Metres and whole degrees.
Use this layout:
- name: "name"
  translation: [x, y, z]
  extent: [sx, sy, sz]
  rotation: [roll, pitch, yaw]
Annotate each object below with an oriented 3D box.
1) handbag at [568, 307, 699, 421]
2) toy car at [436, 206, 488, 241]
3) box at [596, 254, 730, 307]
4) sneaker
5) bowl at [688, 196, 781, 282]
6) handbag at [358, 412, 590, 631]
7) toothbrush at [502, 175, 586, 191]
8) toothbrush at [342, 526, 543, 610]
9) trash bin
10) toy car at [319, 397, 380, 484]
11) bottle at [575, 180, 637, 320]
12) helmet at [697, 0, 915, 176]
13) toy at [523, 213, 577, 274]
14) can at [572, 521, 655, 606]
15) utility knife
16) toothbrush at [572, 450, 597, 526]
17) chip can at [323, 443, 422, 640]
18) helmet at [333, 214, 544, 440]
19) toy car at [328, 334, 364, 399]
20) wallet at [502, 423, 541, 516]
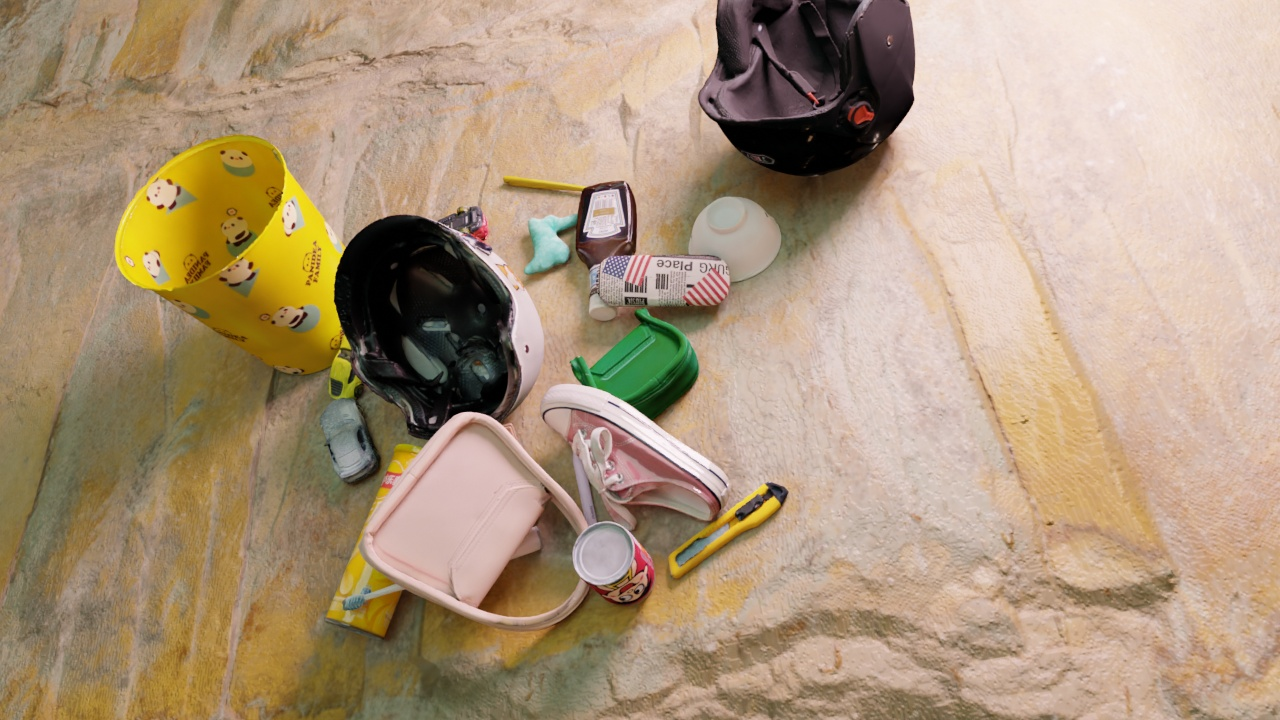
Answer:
- name: "handbag"
  translation: [-0.006, 0.006, 1.073]
  extent: [0.131, 0.068, 0.120]
  rotation: [-42, 56, -8]
- name: "toy car"
  translation: [-0.265, -0.171, 1.273]
  extent: [0.121, 0.045, 0.052]
  rotation: [-17, 55, 15]
- name: "box"
  translation: [0.028, -0.096, 1.113]
  extent: [0.164, 0.052, 0.068]
  rotation: [2, 72, 6]
- name: "sneaker"
  translation: [-0.022, 0.110, 0.995]
  extent: [0.241, 0.118, 0.087]
  rotation: [29, 56, 19]
- name: "bowl"
  translation: [0.110, -0.163, 1.133]
  extent: [0.118, 0.065, 0.118]
  rotation: [-8, 60, 14]
- name: "handbag"
  translation: [-0.154, 0.187, 0.968]
  extent: [0.234, 0.093, 0.193]
  rotation: [36, 75, -3]
- name: "toothbrush"
  translation: [-0.108, -0.246, 1.282]
  extent: [0.190, 0.016, 0.016]
  rotation: [10, 60, 23]
- name: "toothbrush"
  translation: [-0.214, 0.229, 0.999]
  extent: [0.220, 0.027, 0.026]
  rotation: [-17, 16, -13]
- name: "trash bin"
  translation: [-0.489, -0.119, 1.190]
  extent: [0.230, 0.255, 0.229]
  rotation: [-8, 59, 13]
- name: "toy car"
  translation: [-0.369, 0.098, 1.156]
  extent: [0.054, 0.037, 0.120]
  rotation: [-29, 58, 0]
- name: "bottle"
  translation: [-0.045, -0.143, 1.186]
  extent: [0.080, 0.044, 0.194]
  rotation: [-7, 60, 15]
- name: "helmet"
  translation: [0.205, -0.333, 1.102]
  extent: [0.274, 0.230, 0.233]
  rotation: [-46, 44, -12]
- name: "toy"
  translation: [-0.120, -0.163, 1.231]
  extent: [0.096, 0.030, 0.091]
  rotation: [-20, 59, 0]
- name: "can"
  translation: [-0.025, 0.212, 0.946]
  extent: [0.066, 0.094, 0.066]
  rotation: [-8, 60, 14]
- name: "utility knife"
  translation: [0.091, 0.179, 0.973]
  extent: [0.156, 0.015, 0.033]
  rotation: [-36, 54, -4]
- name: "toothbrush"
  translation: [-0.066, 0.127, 1.054]
  extent: [0.021, 0.029, 0.189]
  rotation: [-44, 48, 40]
- name: "chip can"
  translation: [-0.287, 0.205, 1.050]
  extent: [0.072, 0.072, 0.213]
  rotation: [8, 65, 22]
- name: "helmet"
  translation: [-0.221, -0.043, 1.103]
  extent: [0.230, 0.156, 0.274]
  rotation: [-46, 77, 21]
- name: "toy car"
  translation: [-0.382, 0.002, 1.206]
  extent: [0.048, 0.032, 0.105]
  rotation: [15, 86, 27]
- name: "wallet"
  translation: [-0.176, 0.136, 1.046]
  extent: [0.101, 0.020, 0.115]
  rotation: [-15, 100, 9]
